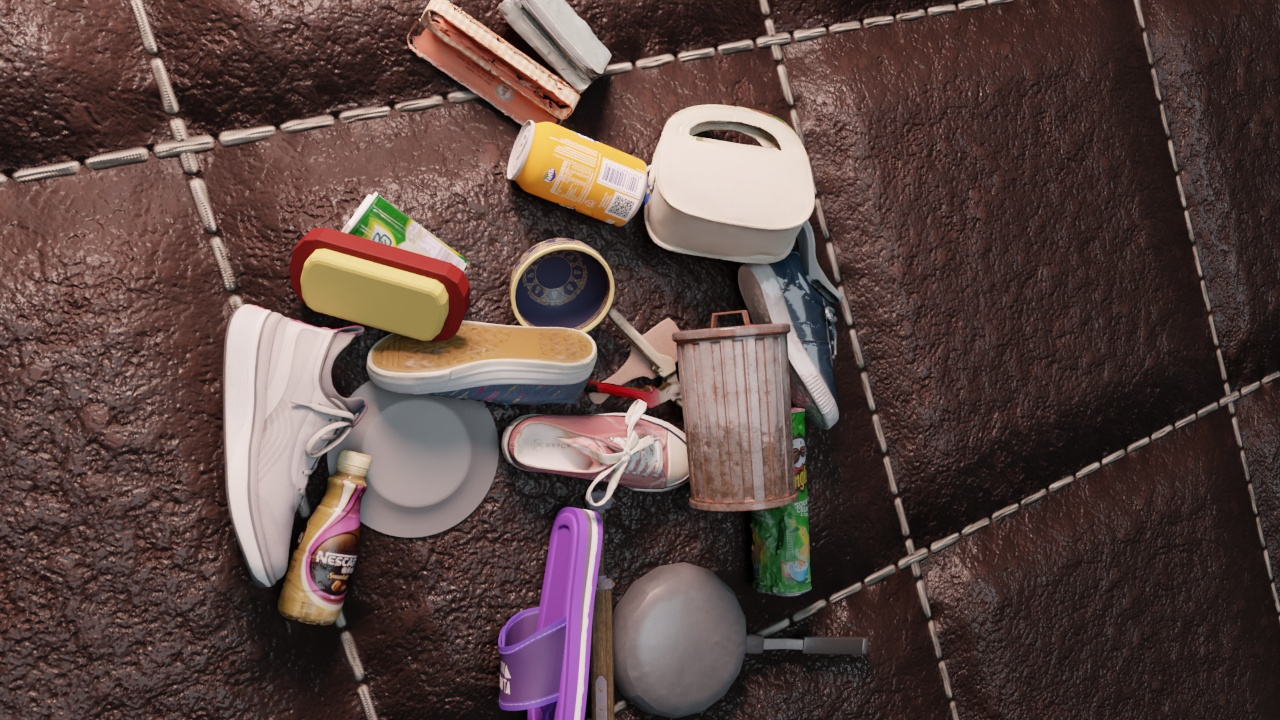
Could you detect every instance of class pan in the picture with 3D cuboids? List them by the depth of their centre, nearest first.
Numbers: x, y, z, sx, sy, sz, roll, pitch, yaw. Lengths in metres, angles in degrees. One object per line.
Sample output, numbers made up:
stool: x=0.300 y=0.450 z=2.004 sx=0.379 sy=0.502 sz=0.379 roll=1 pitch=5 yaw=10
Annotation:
pan: x=0.130 y=0.340 z=1.100 sx=0.356 sy=0.041 sz=0.178 roll=9 pitch=84 yaw=-24

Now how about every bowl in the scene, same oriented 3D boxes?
bowl: x=-0.090 y=-0.086 z=1.000 sx=0.112 sy=0.061 sz=0.113 roll=-9 pitch=123 yaw=-13

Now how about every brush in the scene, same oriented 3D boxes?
brush: x=-0.256 y=-0.069 z=0.897 sx=0.173 sy=0.082 sz=0.041 roll=16 pitch=36 yaw=-6
brush: x=-0.006 y=0.006 z=1.069 sx=0.135 sy=0.015 sz=0.050 roll=-36 pitch=104 yaw=-16

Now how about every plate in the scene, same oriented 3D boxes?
plate: x=-0.234 y=0.096 z=0.960 sx=0.178 sy=0.012 sz=0.178 roll=1 pitch=87 yaw=-25

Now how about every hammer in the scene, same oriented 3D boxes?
hammer: x=-0.047 y=0.302 z=1.013 sx=0.147 sy=0.028 sz=0.316 roll=-3 pitch=81 yaw=8

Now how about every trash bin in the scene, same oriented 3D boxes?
trash bin: x=0.107 y=0.051 z=1.019 sx=0.130 sy=0.131 sz=0.211 roll=-5 pitch=91 yaw=-25

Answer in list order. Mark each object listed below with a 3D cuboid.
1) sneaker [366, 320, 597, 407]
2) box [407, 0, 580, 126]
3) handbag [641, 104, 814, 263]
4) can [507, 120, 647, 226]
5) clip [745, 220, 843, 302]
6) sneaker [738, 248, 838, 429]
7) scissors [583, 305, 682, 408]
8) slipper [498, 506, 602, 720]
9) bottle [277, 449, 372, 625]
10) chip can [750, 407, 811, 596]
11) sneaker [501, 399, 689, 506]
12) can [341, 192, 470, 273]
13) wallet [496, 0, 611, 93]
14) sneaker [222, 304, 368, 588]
sneaker: x=-0.165 y=0.012 z=0.965 sx=0.235 sy=0.087 sz=0.079 roll=-2 pitch=132 yaw=-15
box: x=-0.157 y=-0.311 z=0.984 sx=0.187 sy=0.083 sz=0.043 roll=31 pitch=60 yaw=-18
handbag: x=0.099 y=-0.210 z=1.067 sx=0.200 sy=0.093 sz=0.199 roll=9 pitch=59 yaw=-4
can: x=-0.068 y=-0.206 z=1.012 sx=0.142 sy=0.079 sz=0.079 roll=18 pitch=81 yaw=-23
clip: x=0.209 y=-0.143 z=1.164 sx=0.171 sy=0.029 sz=0.141 roll=43 pitch=74 yaw=-18
sneaker: x=0.198 y=-0.032 z=1.111 sx=0.087 sy=0.089 sz=0.235 roll=-27 pitch=103 yaw=-14
scissors: x=0.007 y=0.016 z=1.057 sx=0.193 sy=0.015 sz=0.179 roll=-18 pitch=99 yaw=-20
slipper: x=-0.108 y=0.284 z=0.959 sx=0.084 sy=0.107 sz=0.266 roll=13 pitch=76 yaw=-25
bottle: x=-0.303 y=0.171 z=0.900 sx=0.059 sy=0.060 sz=0.166 roll=19 pitch=80 yaw=-23
chip can: x=0.166 y=0.169 z=1.107 sx=0.075 sy=0.076 sz=0.223 roll=-2 pitch=89 yaw=-25
sneaker: x=-0.029 y=0.100 z=1.009 sx=0.240 sy=0.088 sz=0.118 roll=8 pitch=84 yaw=-29
can: x=-0.242 y=-0.110 z=0.935 sx=0.121 sy=0.067 sz=0.067 roll=37 pitch=74 yaw=-20
wallet: x=-0.092 y=-0.360 z=1.006 sx=0.131 sy=0.054 sz=0.100 roll=41 pitch=31 yaw=-17
sneaker: x=-0.326 y=0.079 z=0.871 sx=0.128 sy=0.097 sz=0.263 roll=1 pitch=80 yaw=-20
